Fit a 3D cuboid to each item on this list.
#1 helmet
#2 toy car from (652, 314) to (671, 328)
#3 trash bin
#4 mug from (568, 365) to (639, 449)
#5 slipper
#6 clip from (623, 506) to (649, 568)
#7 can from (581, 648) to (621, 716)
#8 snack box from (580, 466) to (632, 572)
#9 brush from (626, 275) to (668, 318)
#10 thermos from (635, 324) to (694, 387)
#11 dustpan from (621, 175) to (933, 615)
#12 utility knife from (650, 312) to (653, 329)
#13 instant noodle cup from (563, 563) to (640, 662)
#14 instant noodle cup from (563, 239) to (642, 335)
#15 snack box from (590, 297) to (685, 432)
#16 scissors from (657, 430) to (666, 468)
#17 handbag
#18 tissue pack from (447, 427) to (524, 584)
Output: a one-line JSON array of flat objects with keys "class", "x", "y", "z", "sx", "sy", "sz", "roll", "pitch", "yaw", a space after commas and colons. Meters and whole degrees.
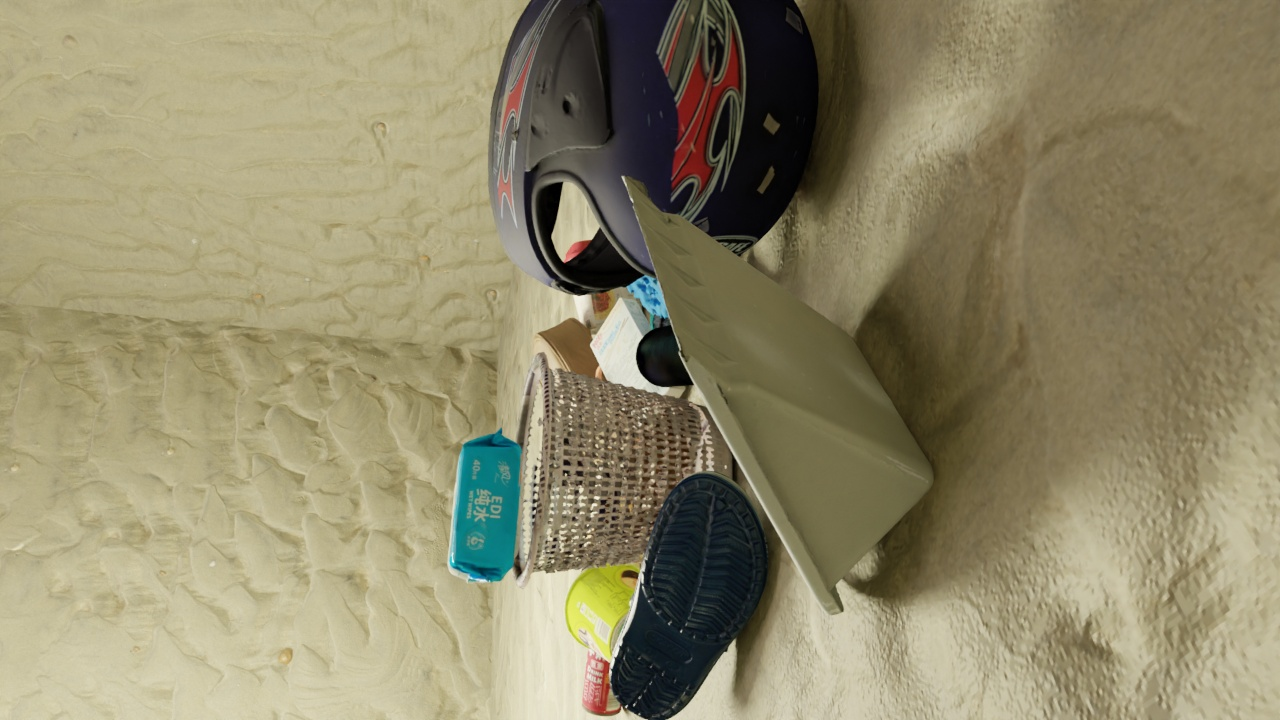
[{"class": "helmet", "x": 0.019, "y": -0.185, "z": 0.765, "sx": 0.240, "sy": 0.246, "sz": 0.316, "roll": 28, "pitch": 113, "yaw": 39}, {"class": "toy car", "x": 0.032, "y": -0.048, "z": 1.108, "sx": 0.049, "sy": 0.031, "sz": 0.106, "roll": -128, "pitch": 45, "yaw": -72}, {"class": "trash bin", "x": -0.021, "y": 0.113, "z": 0.908, "sx": 0.228, "sy": 0.192, "sz": 0.227, "roll": -175, "pitch": 91, "yaw": -77}, {"class": "mug", "x": -0.033, "y": 0.056, "z": 1.171, "sx": 0.082, "sy": 0.106, "sz": 0.114, "roll": 176, "pitch": 99, "yaw": -76}, {"class": "slipper", "x": 0.048, "y": 0.210, "z": 0.817, "sx": 0.095, "sy": 0.105, "sz": 0.253, "roll": -43, "pitch": -26, "yaw": -65}, {"class": "clip", "x": -0.004, "y": 0.233, "z": 1.140, "sx": 0.074, "sy": 0.034, "sz": 0.100, "roll": -146, "pitch": 58, "yaw": -74}, {"class": "can", "x": -0.043, "y": 0.387, "z": 1.192, "sx": 0.053, "sy": 0.053, "sz": 0.133, "roll": -158, "pitch": 74, "yaw": -76}, {"class": "snack box", "x": -0.048, "y": 0.225, "z": 1.281, "sx": 0.113, "sy": 0.053, "sz": 0.125, "roll": 119, "pitch": 153, "yaw": -59}, {"class": "brush", "x": 0.025, "y": -0.115, "z": 1.080, "sx": 0.060, "sy": 0.109, "sz": 0.314, "roll": 61, "pitch": 170, "yaw": -18}, {"class": "thermos", "x": 0.056, "y": 0.003, "z": 0.909, "sx": 0.243, "sy": 0.068, "sz": 0.090, "roll": 175, "pitch": 94, "yaw": -77}, {"class": "dustpan", "x": 0.067, "y": 0.042, "z": 0.587, "sx": 0.143, "sy": 0.257, "sz": 0.222, "roll": -51, "pitch": 27, "yaw": 23}, {"class": "utility knife", "x": 0.022, "y": -0.029, "z": 1.179, "sx": 0.029, "sy": 0.013, "sz": 0.218, "roll": 114, "pitch": 160, "yaw": -49}, {"class": "instant noodle cup", "x": -0.015, "y": 0.293, "z": 1.026, "sx": 0.123, "sy": 0.111, "sz": 0.111, "roll": -167, "pitch": 82, "yaw": -68}, {"class": "instant noodle cup", "x": -0.048, "y": -0.104, "z": 1.318, "sx": 0.117, "sy": 0.116, "sz": 0.124, "roll": 154, "pitch": 110, "yaw": -75}, {"class": "snack box", "x": -0.007, "y": 0.006, "z": 1.102, "sx": 0.085, "sy": 0.026, "sz": 0.156, "roll": -55, "pitch": 44, "yaw": 31}, {"class": "scissors", "x": 0.036, "y": 0.152, "z": 1.025, "sx": 0.234, "sy": 0.021, "sz": 0.139, "roll": -103, "pitch": 23, "yaw": -55}, {"class": "handbag", "x": -0.075, "y": 0.044, "z": 1.288, "sx": 0.204, "sy": 0.099, "sz": 0.148, "roll": 63, "pitch": 156, "yaw": 5}, {"class": "tissue pack", "x": -0.144, "y": 0.141, "z": 0.862, "sx": 0.090, "sy": 0.063, "sz": 0.139, "roll": 125, "pitch": 149, "yaw": -67}]
